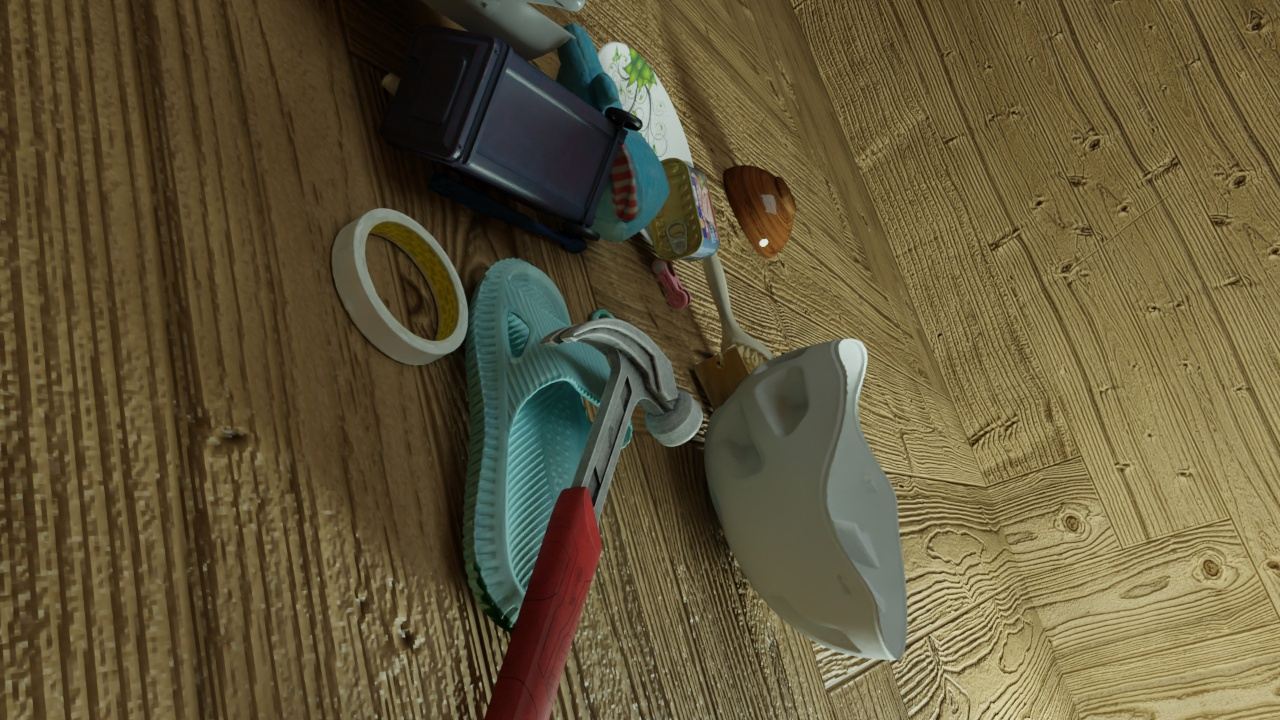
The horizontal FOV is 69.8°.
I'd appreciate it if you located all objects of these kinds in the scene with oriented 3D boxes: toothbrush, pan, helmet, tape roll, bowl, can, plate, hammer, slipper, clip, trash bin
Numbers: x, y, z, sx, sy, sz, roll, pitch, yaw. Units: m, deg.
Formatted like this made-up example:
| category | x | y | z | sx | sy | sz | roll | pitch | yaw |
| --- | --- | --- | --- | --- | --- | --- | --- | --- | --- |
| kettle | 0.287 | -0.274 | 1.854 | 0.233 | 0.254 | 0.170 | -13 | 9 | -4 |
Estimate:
| category | x | y | z | sx | sy | sz | roll | pitch | yaw |
| --- | --- | --- | --- | --- | --- | --- | --- | --- | --- |
| toothbrush | -0.096 | -0.112 | 0.707 | 0.189 | 0.016 | 0.017 | 15 | 47 | -61 |
| pan | -0.108 | -0.237 | 0.578 | 0.200 | 0.051 | 0.356 | 25 | 16 | -33 |
| helmet | 0.170 | 0.130 | 0.823 | 0.282 | 0.184 | 0.223 | 56 | 30 | -7 |
| tape roll | -0.140 | -0.043 | 0.542 | 0.094 | 0.019 | 0.093 | 47 | 29 | -38 |
| bowl | 0.189 | -0.232 | 1.359 | 0.147 | 0.069 | 0.147 | 46 | 30 | -37 |
| can | 0.041 | -0.149 | 0.925 | 0.059 | 0.054 | 0.100 | -4 | 82 | -65 |
| plate | -0.002 | -0.218 | 0.969 | 0.229 | 0.030 | 0.229 | 37 | 46 | -52 |
| hammer | -0.041 | 0.111 | 0.490 | 0.126 | 0.036 | 0.314 | 49 | 44 | -36 |
| slipper | -0.058 | 0.035 | 0.574 | 0.116 | 0.070 | 0.275 | 46 | 31 | -43 |
| clip | 0.032 | -0.081 | 0.945 | 0.060 | 0.023 | 0.044 | 52 | 28 | -16 |
| trash bin | -0.087 | -0.157 | 0.634 | 0.160 | 0.092 | 0.094 | 18 | 94 | -56 |

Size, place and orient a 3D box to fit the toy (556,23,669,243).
| category | x | y | z | sx | sy | sz | roll | pitch | yaw |
| --- | --- | --- | --- | --- | --- | --- | --- | --- | --- |
| toy | -0.047 | -0.183 | 0.765 | 0.183 | 0.115 | 0.181 | -138 | -153 | -75 |

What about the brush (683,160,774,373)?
| category | x | y | z | sx | sy | sz | roll | pitch | yaw |
| --- | --- | --- | --- | --- | --- | --- | --- | --- | --- |
| brush | 0.083 | -0.084 | 0.980 | 0.077 | 0.062 | 0.272 | -18 | 89 | -77 |

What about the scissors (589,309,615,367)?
| category | x | y | z | sx | sy | sz | roll | pitch | yaw |
| --- | --- | --- | --- | --- | --- | --- | --- | --- | --- |
| scissors | -0.005 | -0.002 | 0.799 | 0.130 | 0.014 | 0.071 | 31 | 41 | -52 |

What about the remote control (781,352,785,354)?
| category | x | y | z | sx | sy | sz | roll | pitch | yaw |
| --- | --- | --- | --- | --- | --- | --- | --- | --- | --- |
| remote control | 0.149 | 0.063 | 0.975 | 0.058 | 0.013 | 0.133 | -58 | 153 | -63 |

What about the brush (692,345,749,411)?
| category | x | y | z | sx | sy | sz | roll | pitch | yaw |
| --- | --- | --- | --- | --- | --- | --- | --- | --- | --- |
| brush | 0.099 | 0.046 | 0.929 | 0.117 | 0.049 | 0.039 | 63 | 1 | -4 |

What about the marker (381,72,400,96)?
| category | x | y | z | sx | sy | sz | roll | pitch | yaw |
| --- | --- | --- | --- | --- | --- | --- | --- | --- | --- |
| marker | -0.136 | -0.163 | 0.671 | 0.132 | 0.014 | 0.014 | 38 | 36 | -47 |
